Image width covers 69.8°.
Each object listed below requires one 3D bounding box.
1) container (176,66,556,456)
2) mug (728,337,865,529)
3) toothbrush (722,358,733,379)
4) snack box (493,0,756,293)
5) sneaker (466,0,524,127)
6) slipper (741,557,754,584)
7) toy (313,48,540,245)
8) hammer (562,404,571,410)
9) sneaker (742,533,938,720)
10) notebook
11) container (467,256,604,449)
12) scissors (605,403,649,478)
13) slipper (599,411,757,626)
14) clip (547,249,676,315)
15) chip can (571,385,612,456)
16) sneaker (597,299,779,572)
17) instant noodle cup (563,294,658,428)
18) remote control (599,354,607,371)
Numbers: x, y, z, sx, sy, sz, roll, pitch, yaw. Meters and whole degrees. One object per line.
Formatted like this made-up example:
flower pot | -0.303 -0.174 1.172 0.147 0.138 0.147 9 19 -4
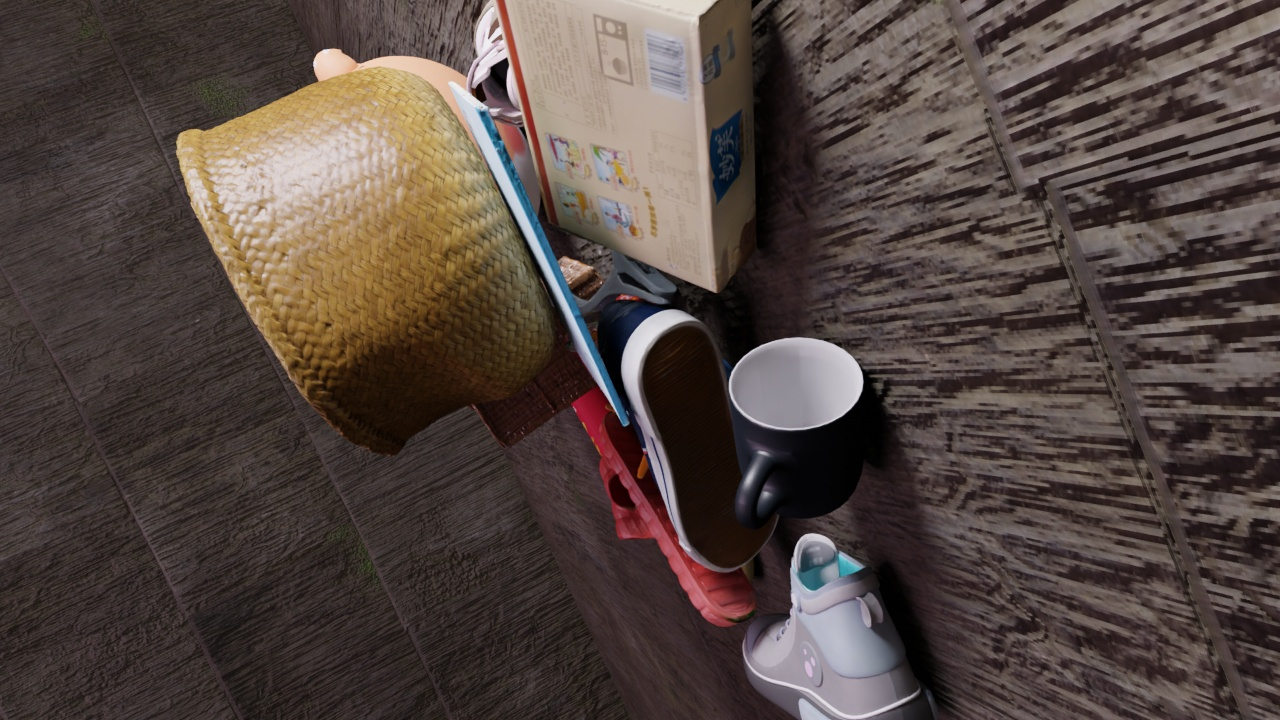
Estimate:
container | -0.208 -0.090 0.770 0.307 0.196 0.307 58 172 13
mug | 0.095 0.059 0.597 0.085 0.121 0.095 17 139 30
toothbrush | 0.067 0.006 0.794 0.166 0.014 0.016 46 156 49
snack box | -0.005 -0.154 0.587 0.153 0.055 0.208 26 148 26
sneaker | -0.104 -0.241 0.763 0.294 0.116 0.112 39 151 57
slipper | 0.057 0.169 0.969 0.092 0.081 0.190 9 121 68
toy | -0.247 -0.207 1.014 0.263 0.265 0.281 42 169 38
hammer | -0.180 -0.001 1.414 0.190 0.100 0.325 64 164 0
sneaker | 0.142 0.217 0.778 0.257 0.093 0.160 -178 72 -74
notebook | -0.080 -0.086 0.705 0.253 0.009 0.181 67 173 -26
container | -0.112 -0.015 1.001 0.114 0.198 0.113 58 172 -23
scissors | 0.028 0.051 0.855 0.011 0.125 0.131 -175 98 -75
slipper | 0.020 0.153 0.883 0.059 0.103 0.248 -48 56 26
clip | -0.039 -0.119 0.857 0.169 0.031 0.164 0 104 44
chip can | -0.043 0.063 1.134 0.220 0.069 0.069 58 163 19
sneaker | 0.036 0.061 0.786 0.127 0.120 0.295 32 154 49
instant noodle cup | -0.005 0.005 0.892 0.112 0.100 0.100 62 166 -22
remote control | 0.023 0.037 0.836 0.146 0.045 0.008 42 -169 -10
